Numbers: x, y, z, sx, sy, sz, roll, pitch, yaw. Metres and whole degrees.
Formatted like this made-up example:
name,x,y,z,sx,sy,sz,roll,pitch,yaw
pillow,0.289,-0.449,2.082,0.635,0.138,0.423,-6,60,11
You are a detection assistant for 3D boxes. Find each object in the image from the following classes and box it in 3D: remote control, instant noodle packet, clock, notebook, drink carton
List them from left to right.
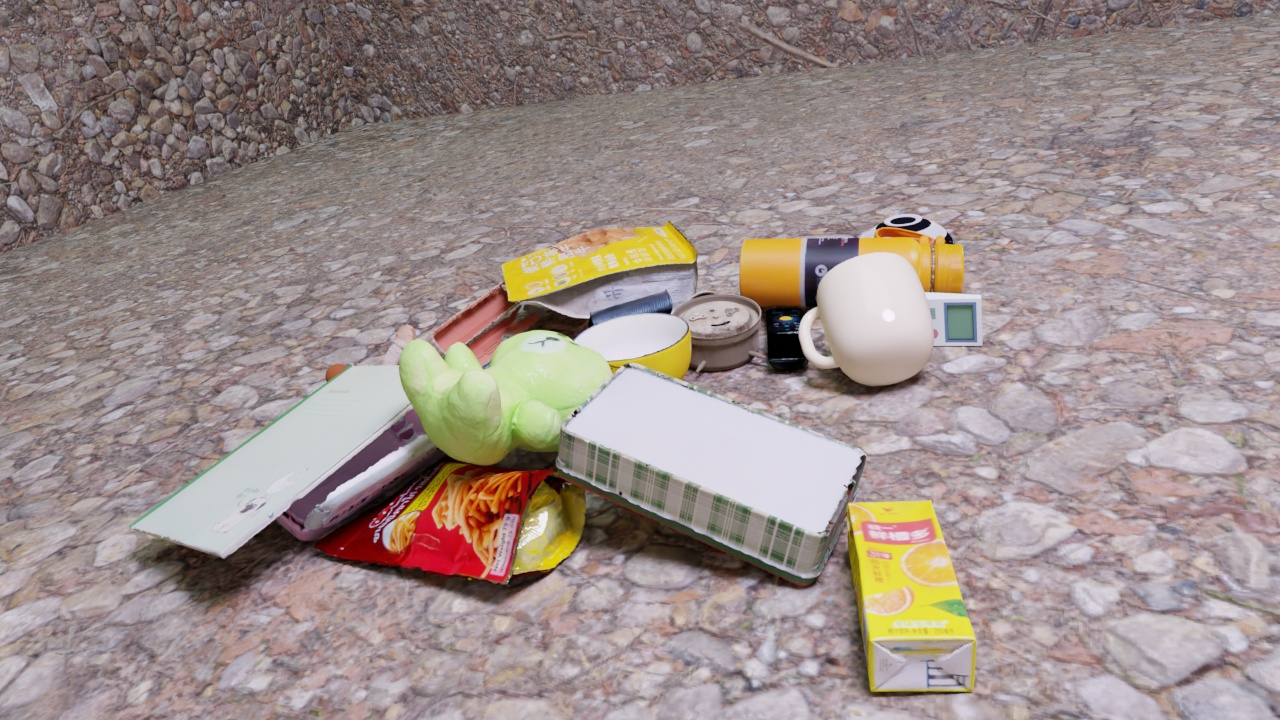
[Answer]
name,x,y,z,sx,sy,sz,roll,pitch,yaw
notebook,-0.298,0.074,0.797,0.182,0.010,0.251,-1,32,42
instant noodle packet,-0.054,-0.104,1.114,0.221,0.084,0.163,-7,25,-9
clock,0.076,-0.035,0.970,0.093,0.055,0.140,-12,31,-6
remote control,0.152,-0.026,0.958,0.041,0.020,0.151,-2,24,8
drink carton,0.161,0.139,0.560,0.058,0.043,0.134,-3,25,8
remote control,0.262,-0.042,0.907,0.143,0.050,0.024,1,25,25

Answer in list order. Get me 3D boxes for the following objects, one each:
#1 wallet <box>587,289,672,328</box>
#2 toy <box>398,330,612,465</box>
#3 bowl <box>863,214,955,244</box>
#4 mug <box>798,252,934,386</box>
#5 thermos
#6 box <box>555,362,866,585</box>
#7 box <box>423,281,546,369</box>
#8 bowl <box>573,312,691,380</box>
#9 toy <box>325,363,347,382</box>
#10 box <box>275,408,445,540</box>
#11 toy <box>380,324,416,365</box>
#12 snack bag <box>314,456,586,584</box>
name,x,y,z,sx,sy,sz,roll,pitch,yaw
wallet,-0.014,-0.041,0.997,0.089,0.026,0.115,-17,-11,-7
toy,-0.100,0.031,0.760,0.150,0.107,0.196,22,11,40
bowl,0.308,-0.133,1.070,0.120,0.066,0.120,-9,24,4
mug,0.206,-0.026,0.839,0.120,0.096,0.099,-18,50,16
thermos,0.228,-0.104,0.999,0.233,0.091,0.076,1,-3,15
box,0.051,0.075,0.665,0.206,0.051,0.117,21,34,18
box,-0.180,-0.036,1.084,0.042,0.082,0.186,-32,11,36
bowl,-0.005,0.005,0.897,0.117,0.068,0.117,-9,24,4
toy,-0.325,0.058,0.928,0.095,0.065,0.127,-1,29,40
box,-0.222,0.088,0.814,0.147,0.077,0.201,5,29,41
toy,-0.243,0.028,0.939,0.074,0.085,0.105,-35,18,50
snack bag,-0.144,0.126,0.732,0.208,0.067,0.138,-4,29,39
